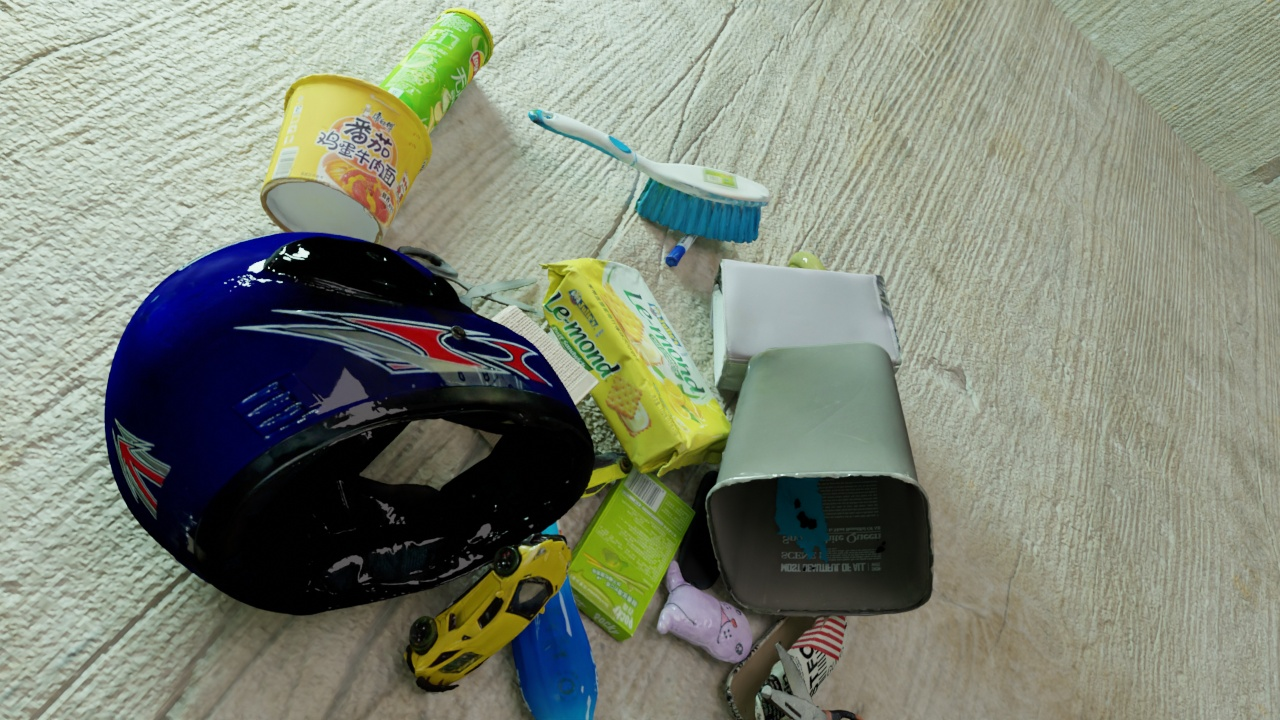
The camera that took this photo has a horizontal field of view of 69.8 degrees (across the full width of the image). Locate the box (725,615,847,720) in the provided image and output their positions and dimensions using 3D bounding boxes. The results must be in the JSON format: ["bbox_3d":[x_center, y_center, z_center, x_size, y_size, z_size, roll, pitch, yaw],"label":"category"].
[{"bbox_3d":[0.140,0.299,0.901,0.163,0.081,0.075,-33,116,-45],"label":"box"}]

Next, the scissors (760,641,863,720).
[{"bbox_3d":[0.169,0.353,0.855,0.189,0.015,0.221,-1,84,-50],"label":"scissors"}]

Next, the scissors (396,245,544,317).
[{"bbox_3d":[-0.163,-0.069,0.903,0.159,0.014,0.180,37,29,4],"label":"scissors"}]

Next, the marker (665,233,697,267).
[{"bbox_3d":[0.067,-0.161,1.144,0.017,0.017,0.145,42,47,-8],"label":"marker"}]

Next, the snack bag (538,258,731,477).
[{"bbox_3d":[-0.006,0.005,0.923,0.246,0.068,0.157,60,21,11],"label":"snack bag"}]

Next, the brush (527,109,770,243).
[{"bbox_3d":[0.011,-0.215,1.079,0.314,0.110,0.060,10,51,-15],"label":"brush"}]

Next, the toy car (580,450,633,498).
[{"bbox_3d":[-0.051,0.110,0.871,0.105,0.048,0.032,-14,102,-41],"label":"toy car"}]

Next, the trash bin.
[{"bbox_3d":[0.181,0.110,0.918,0.219,0.199,0.199,-76,156,-50],"label":"trash bin"}]

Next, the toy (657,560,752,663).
[{"bbox_3d":[0.062,0.246,0.874,0.108,0.039,0.083,31,38,-16],"label":"toy"}]

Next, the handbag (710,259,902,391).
[{"bbox_3d":[0.183,-0.037,1.053,0.197,0.099,0.144,3,62,-3],"label":"handbag"}]

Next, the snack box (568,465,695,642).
[{"bbox_3d":[-0.012,0.177,0.870,0.086,0.026,0.156,41,46,-9],"label":"snack box"}]

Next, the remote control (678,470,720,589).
[{"bbox_3d":[0.074,0.169,0.940,0.053,0.024,0.136,35,48,-16],"label":"remote control"}]

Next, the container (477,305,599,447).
[{"bbox_3d":[-0.116,0.021,0.847,0.111,0.090,0.090,46,46,-1],"label":"container"}]

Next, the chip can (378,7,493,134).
[{"bbox_3d":[-0.228,-0.289,0.967,0.072,0.073,0.220,35,48,-14],"label":"chip can"}]

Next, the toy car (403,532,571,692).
[{"bbox_3d":[-0.114,0.193,0.707,0.041,0.156,0.071,48,1,36],"label":"toy car"}]

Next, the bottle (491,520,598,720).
[{"bbox_3d":[-0.075,0.236,0.759,0.065,0.065,0.218,-1,64,-37],"label":"bottle"}]

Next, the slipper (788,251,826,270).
[{"bbox_3d":[0.220,-0.042,1.151,0.081,0.092,0.190,-24,86,-5],"label":"slipper"}]

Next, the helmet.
[{"bbox_3d":[-0.213,0.028,0.671,0.314,0.248,0.240,0,41,-44],"label":"helmet"}]

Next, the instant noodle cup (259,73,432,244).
[{"bbox_3d":[-0.269,-0.169,0.827,0.138,0.138,0.109,23,59,-23],"label":"instant noodle cup"}]
